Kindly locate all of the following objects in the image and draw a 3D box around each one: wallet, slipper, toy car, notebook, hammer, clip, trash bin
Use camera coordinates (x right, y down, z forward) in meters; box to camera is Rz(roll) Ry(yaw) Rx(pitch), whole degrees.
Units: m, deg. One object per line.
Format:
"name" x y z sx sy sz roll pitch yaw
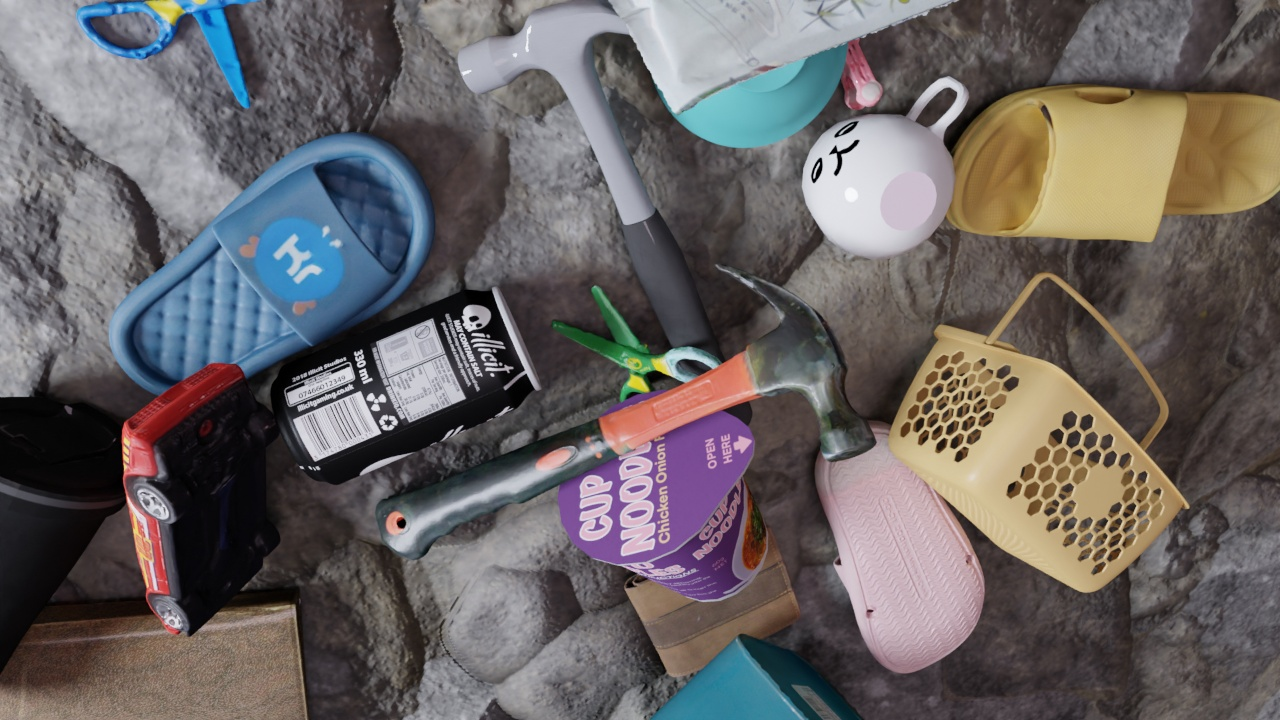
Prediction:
"wallet" 0.059 0.187 0.719 0.121 0.027 0.099 -24 115 -2
"slipper" 0.334 -0.131 0.610 0.263 0.078 0.100 -5 113 -11
"toy car" -0.263 0.089 0.549 0.056 0.081 0.190 26 131 12
"notebook" -0.345 0.214 0.633 0.215 0.034 0.190 -2 113 -12
"hammer" 0.011 -0.072 0.576 0.125 0.029 0.311 -14 123 19
"slipper" 0.200 0.145 0.716 0.107 0.055 0.221 -25 106 -2
"clip" 0.132 -0.179 0.567 0.023 0.050 0.058 -26 130 -5
"slipper" -0.212 -0.044 0.535 0.214 0.059 0.104 -35 119 5
"hammer" -0.033 0.053 0.573 0.334 0.133 0.033 -25 161 20
"trash bin" 0.076 0.347 0.695 0.218 0.199 0.196 -51 140 3

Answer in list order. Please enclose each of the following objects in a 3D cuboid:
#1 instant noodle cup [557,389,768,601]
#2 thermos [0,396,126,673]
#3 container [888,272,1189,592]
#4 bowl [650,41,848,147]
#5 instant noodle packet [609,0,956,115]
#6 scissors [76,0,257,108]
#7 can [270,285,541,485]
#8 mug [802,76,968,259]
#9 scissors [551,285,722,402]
"instant noodle cup" 0.034 0.101 0.620 0.137 0.121 0.122 -19 139 19
"thermos" -0.389 0.130 0.530 0.105 0.106 0.219 29 96 -23
"container" 0.294 0.049 0.650 0.183 0.129 0.167 39 87 -24
"bowl" 0.066 -0.183 0.530 0.121 0.046 0.121 -1 108 -3
"instant noodle packet" 0.111 -0.225 0.483 0.269 0.146 0.057 -22 145 -8
"scissors" -0.235 -0.198 0.487 0.125 0.013 0.130 -8 118 -8
"can" -0.142 0.014 0.563 0.146 0.080 0.080 -23 117 -4
"mug" 0.161 -0.123 0.574 0.090 0.076 0.124 31 104 -23
"scissors" 0.004 -0.003 0.605 0.117 0.012 0.130 -10 126 28
